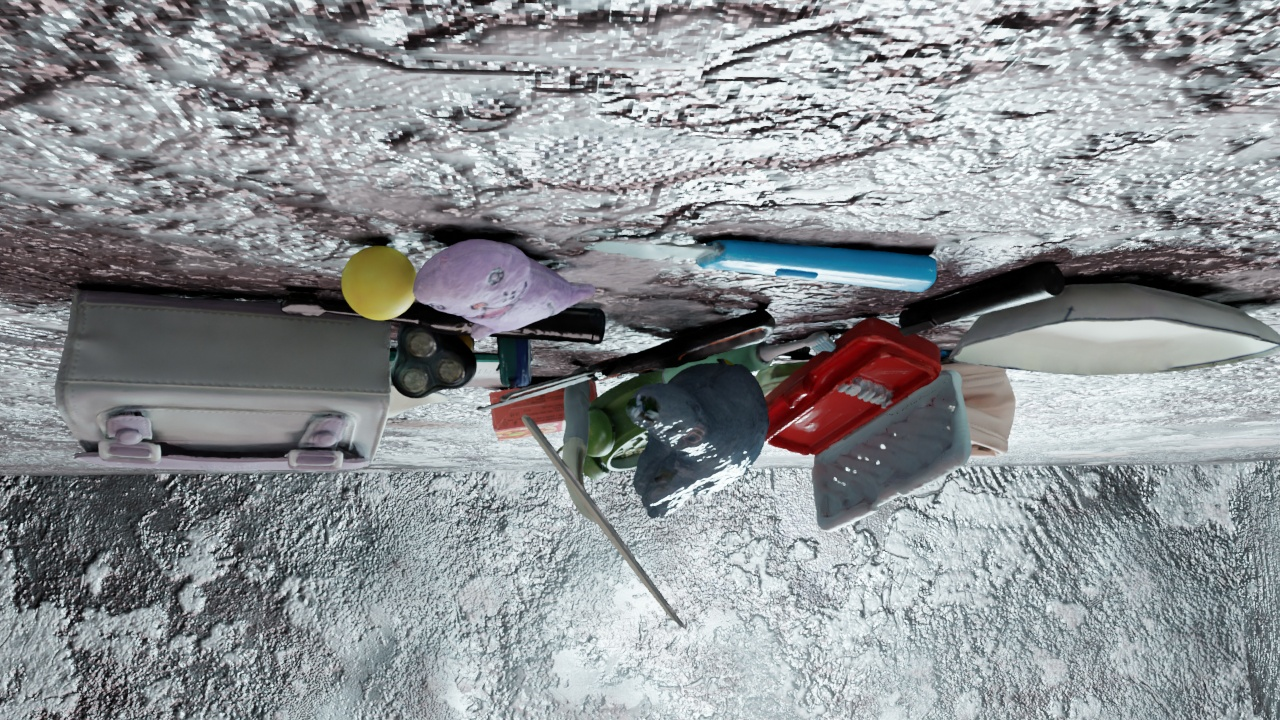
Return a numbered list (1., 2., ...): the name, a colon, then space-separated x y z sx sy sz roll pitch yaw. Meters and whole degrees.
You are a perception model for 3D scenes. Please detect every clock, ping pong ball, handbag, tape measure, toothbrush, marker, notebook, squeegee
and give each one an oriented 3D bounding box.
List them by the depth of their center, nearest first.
1. ping pong ball: -0.141 -0.042 0.497 0.040 0.040 0.040 -1 170 0
2. marker: 0.220 -0.038 0.608 0.020 0.022 0.132 48 155 -11
3. toothbrush: -0.129 -0.030 0.618 0.212 0.027 0.026 4 125 -18
4. handbag: -0.282 0.027 0.641 0.196 0.098 0.145 4 154 -20
5. tape measure: -0.093 -0.006 0.669 0.025 0.054 0.058 -1 180 -5
6. toothbrush: 0.087 -0.001 0.796 0.027 0.026 0.225 43 152 -17
7. squeegee: -0.051 0.077 0.799 0.039 0.246 0.246 -28 121 7
8. toothbrush: 0.204 -0.009 0.809 0.189 0.016 0.014 0 168 -20
9. notebook: -0.218 0.010 0.873 0.209 0.012 0.151 1 169 -16
10. handbag: 0.217 0.038 0.881 0.233 0.093 0.194 11 166 -31
11. clock: -0.016 0.071 0.939 0.161 0.056 0.116 -21 155 -15

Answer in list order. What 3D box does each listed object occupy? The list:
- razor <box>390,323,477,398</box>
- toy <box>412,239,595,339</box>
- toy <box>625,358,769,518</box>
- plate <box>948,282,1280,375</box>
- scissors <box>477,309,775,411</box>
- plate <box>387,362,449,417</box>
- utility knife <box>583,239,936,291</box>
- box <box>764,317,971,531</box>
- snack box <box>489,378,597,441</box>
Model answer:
1. razor: -0.164 0.001 0.704 0.062 0.067 0.168 42 166 -10
2. toy: -0.083 -0.040 0.511 0.084 0.039 0.108 -22 165 17
3. toy: 0.045 0.064 0.765 0.137 0.091 0.357 -37 164 -7
4. plate: 0.351 -0.021 0.679 0.265 0.034 0.162 5 168 -31
5. scissors: -0.005 0.005 0.686 0.221 0.021 0.230 -18 177 20
6. plate: -0.268 0.023 0.812 0.163 0.034 0.165 8 165 -40
7. utility knife: 0.072 -0.056 0.509 0.209 0.018 0.034 3 170 -16
8. box: 0.172 0.061 0.755 0.112 0.099 0.202 22 148 -12
9. snack box: -0.105 0.057 1.013 0.113 0.044 0.127 -9 170 -7
